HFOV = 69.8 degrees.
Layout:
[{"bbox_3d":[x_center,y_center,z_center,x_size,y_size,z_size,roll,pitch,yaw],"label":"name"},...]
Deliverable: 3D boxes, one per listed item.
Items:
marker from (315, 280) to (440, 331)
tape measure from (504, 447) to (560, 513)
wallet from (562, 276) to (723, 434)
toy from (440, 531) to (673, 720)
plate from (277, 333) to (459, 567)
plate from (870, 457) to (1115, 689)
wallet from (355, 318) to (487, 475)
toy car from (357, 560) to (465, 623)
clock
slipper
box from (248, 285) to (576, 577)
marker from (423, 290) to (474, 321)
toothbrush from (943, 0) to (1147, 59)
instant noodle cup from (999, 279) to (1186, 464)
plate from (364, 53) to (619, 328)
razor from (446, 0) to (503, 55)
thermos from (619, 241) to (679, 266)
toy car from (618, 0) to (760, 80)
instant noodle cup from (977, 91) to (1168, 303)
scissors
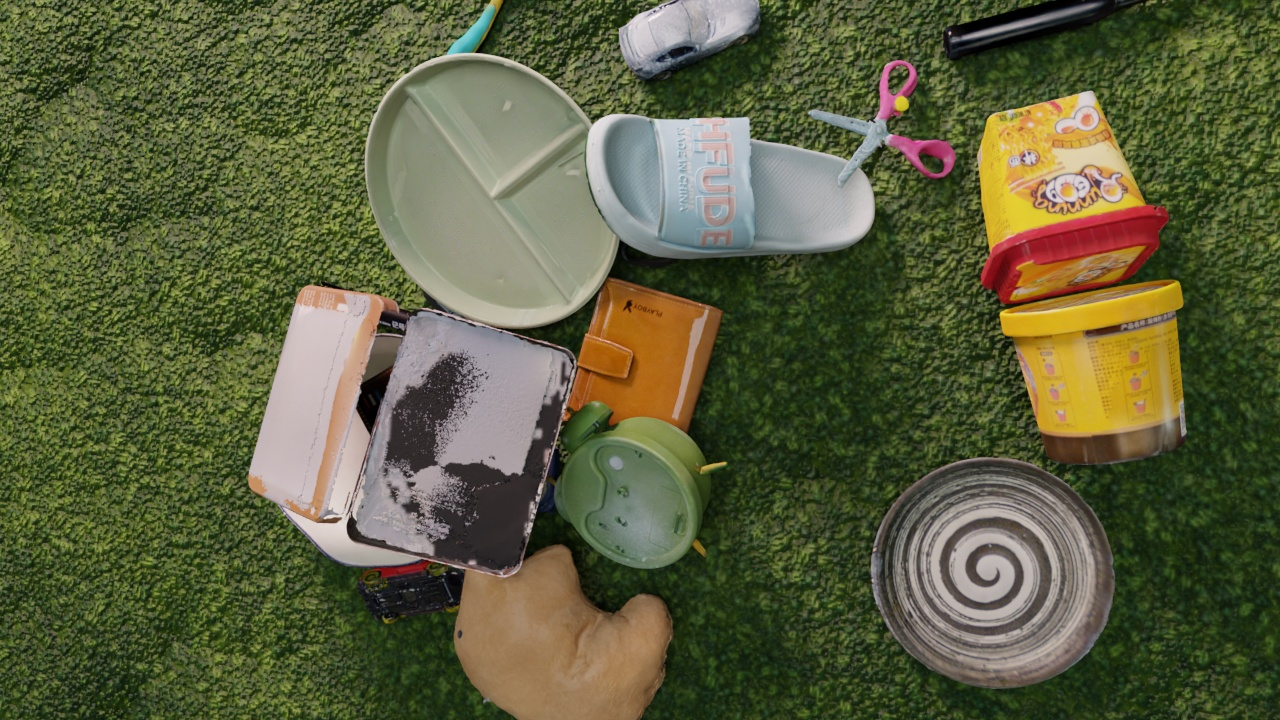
[{"bbox_3d":[-0.236,-0.044,0.827,0.132,0.020,0.022,17,67,12],"label":"marker"},{"bbox_3d":[-0.094,0.102,0.791,0.054,0.025,0.058,0,84,13],"label":"tape measure"},{"bbox_3d":[-0.005,0.004,0.761,0.119,0.035,0.131,17,96,14],"label":"wallet"},{"bbox_3d":[-0.087,0.218,0.745,0.226,0.082,0.143,29,81,-1],"label":"toy"},{"bbox_3d":[-0.227,0.078,0.808,0.205,0.045,0.205,0,89,11],"label":"plate"},{"bbox_3d":[0.272,0.164,0.718,0.179,0.024,0.179,0,88,10],"label":"plate"},{"bbox_3d":[-0.171,0.036,0.766,0.122,0.020,0.096,-31,83,5],"label":"wallet"},{"bbox_3d":[-0.192,0.198,0.801,0.106,0.031,0.049,-12,115,13],"label":"toy car"},{"bbox_3d":[-0.015,0.096,0.731,0.161,0.056,0.116,19,120,18],"label":"clock"},{"bbox_3d":[0.077,-0.130,0.693,0.245,0.074,0.104,3,82,-20],"label":"slipper"},{"bbox_3d":[-0.188,0.046,0.702,0.272,0.132,0.179,14,86,15],"label":"box"},{"bbox_3d":[-0.147,-0.025,0.810,0.124,0.015,0.018,41,90,12],"label":"marker"},{"bbox_3d":[0.347,-0.275,0.713,0.213,0.026,0.027,-12,124,11],"label":"toothbrush"},{"bbox_3d":[0.334,0.009,0.666,0.118,0.118,0.114,-13,93,10],"label":"instant noodle cup"},{"bbox_3d":[-0.120,-0.134,0.753,0.230,0.027,0.230,10,119,17],"label":"plate"},{"bbox_3d":[-0.143,-0.304,0.810,0.043,0.028,0.132,30,91,34],"label":"razor"},{"bbox_3d":[-0.067,-0.153,0.773,0.242,0.068,0.090,23,106,11],"label":"thermos"},{"bbox_3d":[0.041,-0.279,0.770,0.121,0.036,0.054,-20,84,7],"label":"toy car"},{"bbox_3d":[0.306,-0.120,0.680,0.116,0.116,0.123,-11,74,11],"label":"instant noodle cup"},{"bbox_3d":[0.196,-0.178,0.725,0.131,0.017,0.133,40,70,-8],"label":"scissors"}]
